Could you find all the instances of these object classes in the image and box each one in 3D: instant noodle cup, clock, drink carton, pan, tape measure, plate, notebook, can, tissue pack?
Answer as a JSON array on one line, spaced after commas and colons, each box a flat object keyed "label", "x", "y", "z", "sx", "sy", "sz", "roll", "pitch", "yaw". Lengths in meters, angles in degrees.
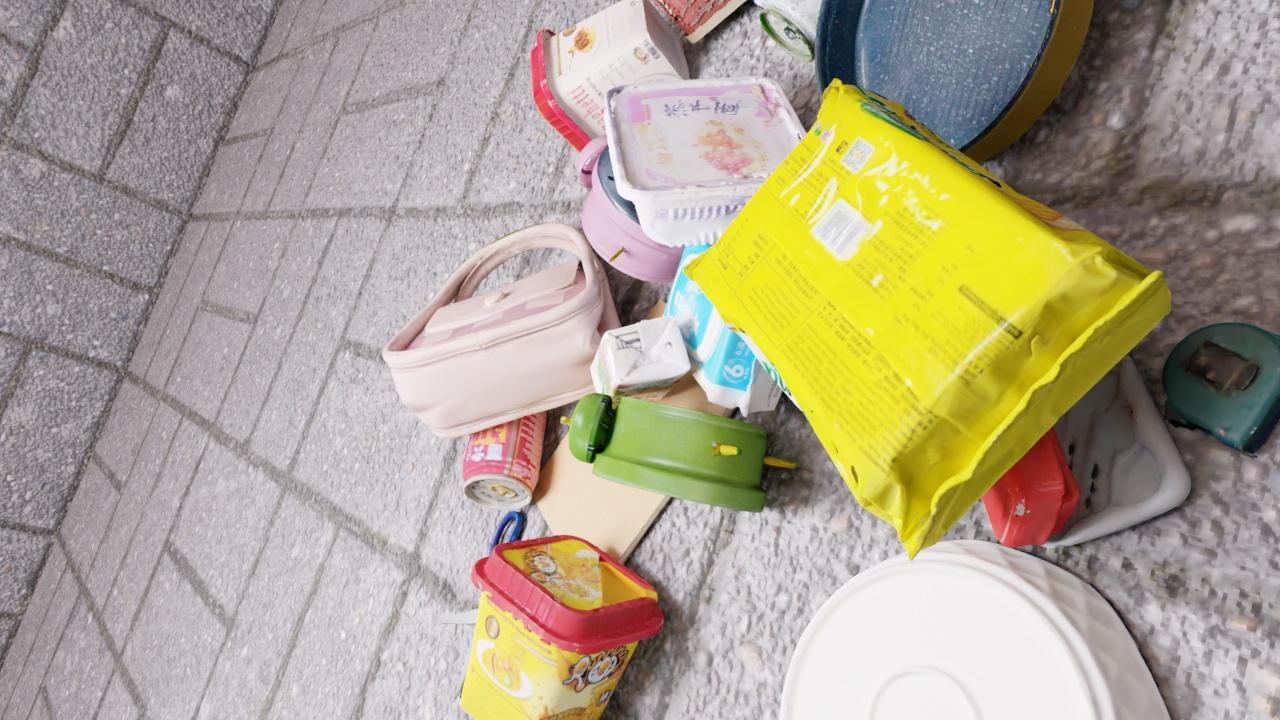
[{"label": "instant noodle cup", "x": -0.026, "y": -0.273, "z": 0.874, "sx": 0.124, "sy": 0.116, "sz": 0.116, "roll": -25, "pitch": 52, "yaw": 24}, {"label": "instant noodle cup", "x": -0.064, "y": 0.204, "z": 0.652, "sx": 0.116, "sy": 0.116, "sz": 0.124, "roll": 28, "pitch": 104, "yaw": 36}, {"label": "clock", "x": 0.016, "y": 0.059, "z": 0.621, "sx": 0.161, "sy": 0.116, "sz": 0.056, "roll": 9, "pitch": 84, "yaw": 34}, {"label": "drink carton", "x": -0.004, "y": 0.004, "z": 0.665, "sx": 0.123, "sy": 0.053, "sz": 0.045, "roll": 124, "pitch": 132, "yaw": -76}, {"label": "instant noodle cup", "x": 0.046, "y": -0.142, "z": 0.660, "sx": 0.173, "sy": 0.138, "sz": 0.060, "roll": -99, "pitch": 6, "yaw": -52}, {"label": "pan", "x": 0.163, "y": -0.143, "z": 0.600, "sx": 0.198, "sy": 0.078, "sz": 0.358, "roll": 35, "pitch": 120, "yaw": 54}, {"label": "tape measure", "x": 0.276, "y": 0.010, "z": 0.432, "sx": 0.054, "sy": 0.025, "sz": 0.058, "roll": 37, "pitch": 99, "yaw": 50}, {"label": "plate", "x": 0.152, "y": 0.189, "z": 0.465, "sx": 0.205, "sy": 0.045, "sz": 0.204, "roll": -26, "pitch": 53, "yaw": 40}, {"label": "notebook", "x": -0.010, "y": 0.068, "z": 0.745, "sx": 0.212, "sy": 0.012, "sz": 0.149, "roll": -56, "pitch": 38, "yaw": 12}, {"label": "clock", "x": 0.006, "y": -0.133, "z": 0.751, "sx": 0.060, "sy": 0.117, "sz": 0.158, "roll": 125, "pitch": 146, "yaw": -44}, {"label": "can", "x": 0.157, "y": -0.299, "z": 0.689, "sx": 0.147, "sy": 0.058, "sz": 0.058, "roll": -49, "pitch": 40, "yaw": 4}, {"label": "can", "x": -0.120, "y": 0.078, "z": 0.813, "sx": 0.067, "sy": 0.066, "sz": 0.093, "roll": -29, "pitch": 43, "yaw": 37}, {"label": "tissue pack", "x": 0.063, "y": -0.032, "z": 0.641, "sx": 0.140, "sy": 0.063, "sz": 0.090, "roll": -121, "pitch": 45, "yaw": -57}]

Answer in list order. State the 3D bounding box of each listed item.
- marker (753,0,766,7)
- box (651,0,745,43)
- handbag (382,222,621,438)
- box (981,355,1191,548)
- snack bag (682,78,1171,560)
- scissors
[{"label": "marker", "x": 0.133, "y": -0.290, "z": 0.764, "sx": 0.017, "sy": 0.017, "sz": 0.145, "roll": -54, "pitch": 39, "yaw": 14}, {"label": "box", "x": 0.083, "y": -0.371, "z": 0.803, "sx": 0.169, "sy": 0.077, "sz": 0.091, "roll": -32, "pitch": 33, "yaw": 36}, {"label": "handbag", "x": -0.112, "y": -0.050, "z": 0.827, "sx": 0.193, "sy": 0.093, "sz": 0.233, "roll": -15, "pitch": 36, "yaw": 12}, {"label": "box", "x": 0.211, "y": -0.005, "z": 0.492, "sx": 0.098, "sy": 0.095, "sz": 0.201, "roll": -12, "pitch": 55, "yaw": 5}, {"label": "snack bag", "x": 0.119, "y": -0.040, "z": 0.462, "sx": 0.158, "sy": 0.068, "sz": 0.246, "roll": -51, "pitch": 40, "yaw": 16}, {"label": "scissors", "x": -0.128, "y": 0.213, "z": 0.804, "sx": 0.174, "sy": 0.012, "sz": 0.162, "roll": -17, "pitch": 60, "yaw": 45}]
